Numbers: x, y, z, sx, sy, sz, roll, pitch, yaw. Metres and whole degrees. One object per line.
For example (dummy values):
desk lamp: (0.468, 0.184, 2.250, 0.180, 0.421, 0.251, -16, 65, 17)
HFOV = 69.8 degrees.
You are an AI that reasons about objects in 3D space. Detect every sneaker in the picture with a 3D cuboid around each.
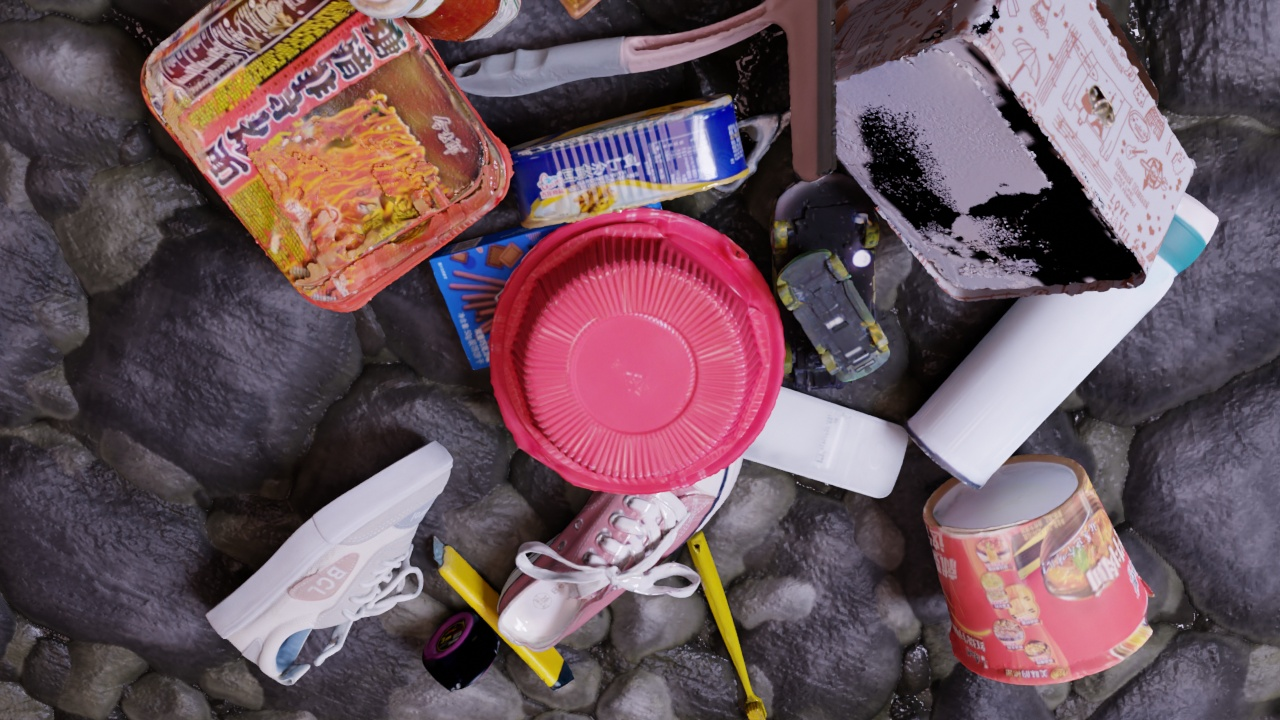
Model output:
sneaker: (-0.214, 0.156, 0.672, 0.243, 0.089, 0.091, -39, 90, 19)
sneaker: (-0.016, 0.132, 0.656, 0.118, 0.087, 0.241, 42, 103, -13)

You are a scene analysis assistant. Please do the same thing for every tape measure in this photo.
tape measure: (-0.139, 0.228, 0.717, 0.057, 0.058, 0.039, -39, 111, -5)

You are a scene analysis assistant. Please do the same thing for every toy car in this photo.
toy car: (0.121, -0.049, 0.605, 0.070, 0.042, 0.158, -3, 119, 2)
toy car: (0.119, -0.029, 0.572, 0.043, 0.036, 0.091, -29, 115, 16)

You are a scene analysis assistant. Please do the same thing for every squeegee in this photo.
squeegee: (-0.003, -0.185, 0.536, 0.250, 0.247, 0.040, -5, 157, 25)

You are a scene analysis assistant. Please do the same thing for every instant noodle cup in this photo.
instant noodle cup: (-0.182, -0.142, 0.562, 0.165, 0.079, 0.189, -31, 105, 14)
instant noodle cup: (0.263, 0.136, 0.632, 0.138, 0.137, 0.108, -23, 100, 10)
instant noodle cup: (-0.003, 0.003, 0.571, 0.194, 0.065, 0.194, 0, 103, 1)

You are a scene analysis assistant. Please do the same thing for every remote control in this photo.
remote control: (0.123, 0.055, 0.642, 0.136, 0.020, 0.056, 17, 89, -17)

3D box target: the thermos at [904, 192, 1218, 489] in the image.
thermos: (0.274, -0.018, 0.602, 0.073, 0.073, 0.225, 34, 108, -10)

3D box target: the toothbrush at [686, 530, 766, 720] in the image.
toothbrush: (0.070, 0.217, 0.726, 0.016, 0.016, 0.190, -16, 110, 7)

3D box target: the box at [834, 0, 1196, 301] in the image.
box: (0.210, -0.156, 0.514, 0.182, 0.154, 0.180, 42, 72, -24)

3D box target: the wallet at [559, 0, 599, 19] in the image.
wallet: (-0.012, -0.270, 0.520, 0.131, 0.035, 0.119, -37, 82, 14)

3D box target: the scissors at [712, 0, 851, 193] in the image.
scissors: (0.108, -0.161, 0.570, 0.175, 0.014, 0.159, -22, 114, 16)

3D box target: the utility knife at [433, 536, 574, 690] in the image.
utility knife: (-0.110, 0.201, 0.721, 0.015, 0.033, 0.164, -36, 102, 19)

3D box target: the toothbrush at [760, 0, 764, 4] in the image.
toothbrush: (0.152, -0.176, 0.572, 0.189, 0.014, 0.017, 31, 117, -10)

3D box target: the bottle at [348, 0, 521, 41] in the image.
bottle: (-0.104, -0.195, 0.471, 0.060, 0.205, 0.060, 1, 111, 3)

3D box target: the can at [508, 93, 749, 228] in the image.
can: (-0.010, -0.122, 0.565, 0.148, 0.074, 0.049, -10, 110, 15)

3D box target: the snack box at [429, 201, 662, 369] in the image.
snack box: (-0.053, -0.053, 0.618, 0.157, 0.026, 0.084, -14, 115, 8)
